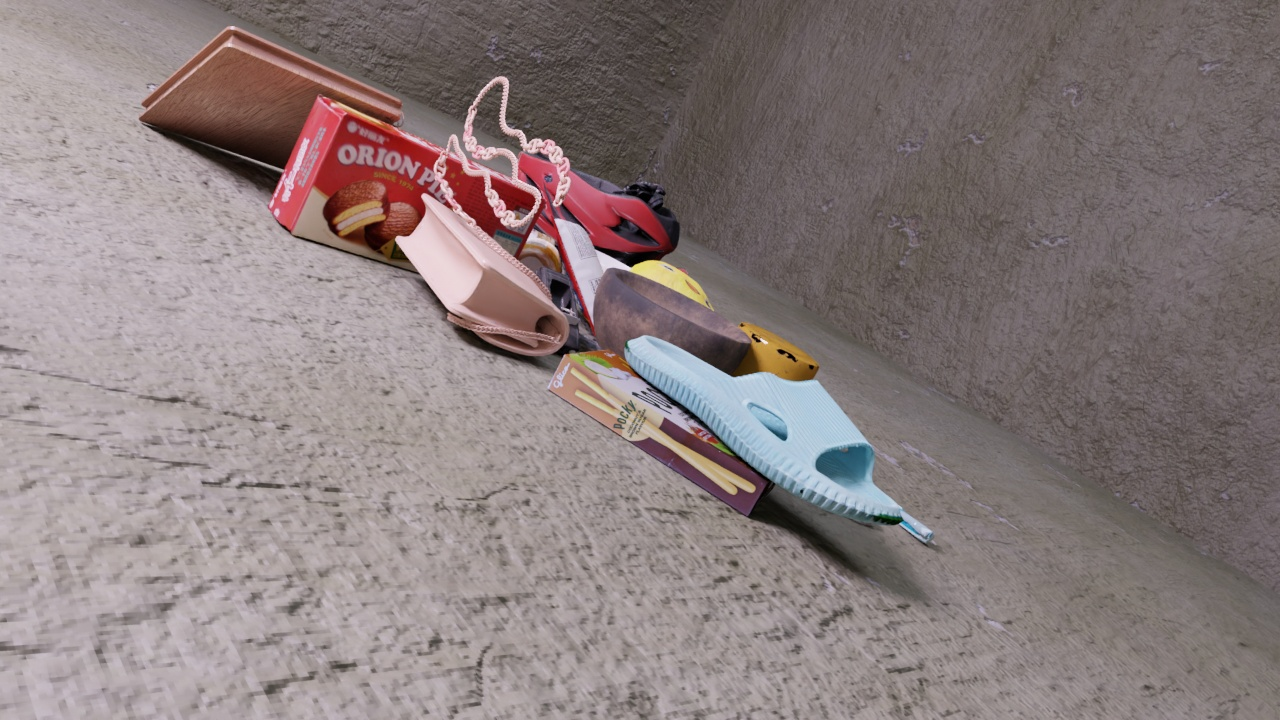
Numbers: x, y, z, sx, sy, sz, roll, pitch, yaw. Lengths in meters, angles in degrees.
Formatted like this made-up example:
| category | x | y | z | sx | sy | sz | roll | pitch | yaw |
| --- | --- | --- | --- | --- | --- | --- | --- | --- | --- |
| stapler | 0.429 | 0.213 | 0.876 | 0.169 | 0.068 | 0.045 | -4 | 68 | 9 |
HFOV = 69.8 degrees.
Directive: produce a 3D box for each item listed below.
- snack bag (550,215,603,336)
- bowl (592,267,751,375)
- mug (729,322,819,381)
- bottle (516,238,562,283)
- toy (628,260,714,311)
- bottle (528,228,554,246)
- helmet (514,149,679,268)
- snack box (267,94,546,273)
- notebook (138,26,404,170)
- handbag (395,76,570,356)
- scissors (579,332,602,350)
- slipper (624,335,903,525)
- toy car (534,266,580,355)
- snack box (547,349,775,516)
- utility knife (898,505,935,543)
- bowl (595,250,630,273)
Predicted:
| category | x | y | z | sx | sy | sz | roll | pitch | yaw |
| --- | --- | --- | --- | --- | --- | --- | --- | --- | --- |
| snack bag | -0.061 | -0.095 | 1.011 | 0.144 | 0.039 | 0.131 | -56 | 126 | -83 |
| bowl | 0.024 | -0.025 | 0.911 | 0.162 | 0.070 | 0.162 | 26 | 12 | -6 |
| mug | 0.123 | 0.016 | 0.985 | 0.100 | 0.094 | 0.123 | 23 | 13 | -25 |
| bottle | -0.118 | -0.106 | 1.022 | 0.063 | 0.063 | 0.108 | 27 | 12 | -7 |
| toy | 0.030 | -0.050 | 1.079 | 0.134 | 0.092 | 0.207 | 38 | 20 | -11 |
| bottle | -0.161 | -0.143 | 1.100 | 0.105 | 0.056 | 0.056 | 25 | 12 | -20 |
| helmet | -0.074 | -0.218 | 1.353 | 0.272 | 0.167 | 0.217 | 31 | 12 | 13 |
| snack box | -0.209 | -0.146 | 0.855 | 0.236 | 0.113 | 0.060 | 15 | 19 | -49 |
| notebook | -0.339 | -0.230 | 0.849 | 0.211 | 0.022 | 0.169 | -8 | -17 | 44 |
| handbag | -0.096 | -0.109 | 0.776 | 0.116 | 0.187 | 0.199 | 26 | 14 | -42 |
| scissors | -0.014 | 0.004 | 0.916 | 0.120 | 0.014 | 0.160 | 22 | 10 | -34 |
| slipper | 0.096 | 0.037 | 0.734 | 0.276 | 0.069 | 0.115 | 36 | 17 | 35 |
| toy car | -0.078 | -0.048 | 0.865 | 0.040 | 0.037 | 0.092 | 21 | 47 | -39 |
| snack box | 0.025 | 0.053 | 0.749 | 0.186 | 0.032 | 0.101 | 31 | 12 | 14 |
| utility knife | 0.236 | 0.138 | 0.924 | 0.149 | 0.015 | 0.022 | 38 | -1 | 45 |
| bowl | -0.046 | -0.106 | 1.223 | 0.114 | 0.051 | 0.114 | 27 | 12 | -6 |
